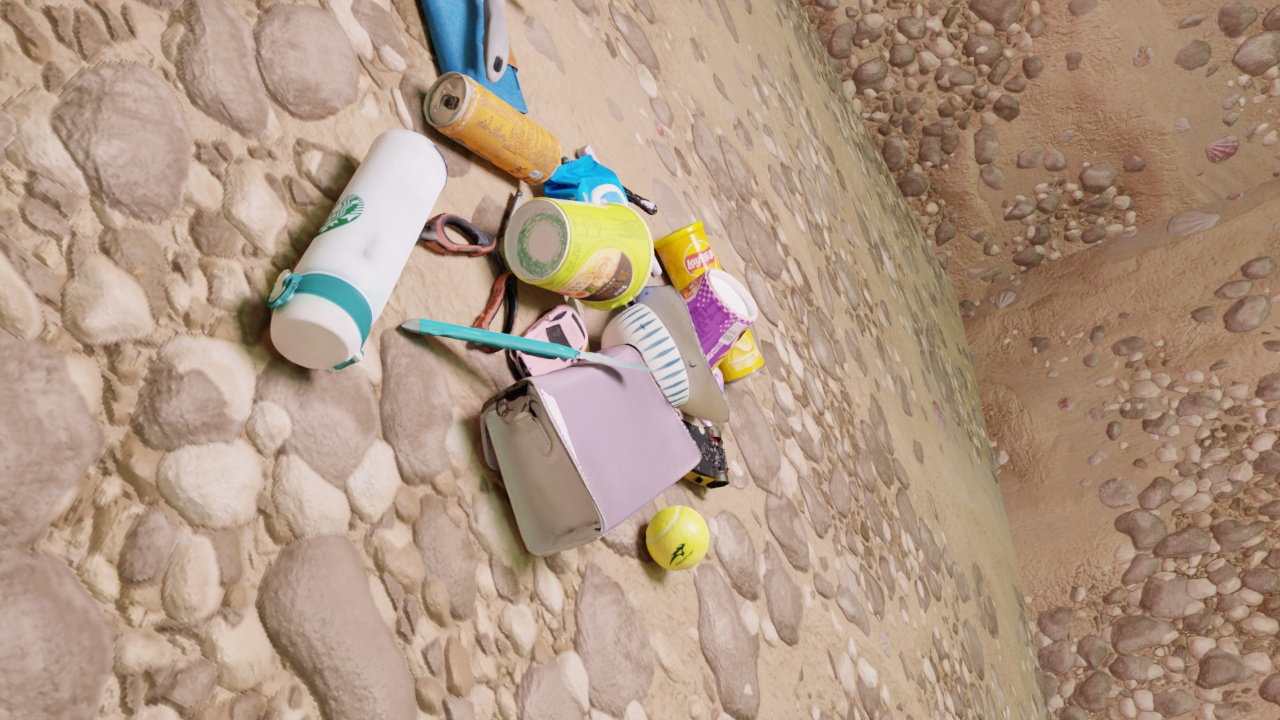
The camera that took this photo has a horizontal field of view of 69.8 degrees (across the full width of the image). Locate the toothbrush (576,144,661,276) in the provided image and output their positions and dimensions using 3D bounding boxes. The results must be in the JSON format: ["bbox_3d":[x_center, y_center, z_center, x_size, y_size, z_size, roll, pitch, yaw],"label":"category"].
[{"bbox_3d":[-0.023,-0.183,1.141,0.189,0.021,0.029,58,-4,-23],"label":"toothbrush"}]

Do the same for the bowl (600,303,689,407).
[{"bbox_3d":[-0.006,0.006,0.958,0.116,0.066,0.117,54,-19,28],"label":"bowl"}]

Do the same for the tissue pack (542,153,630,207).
[{"bbox_3d":[-0.045,-0.149,1.010,0.094,0.052,0.157,-34,103,-54],"label":"tissue pack"}]

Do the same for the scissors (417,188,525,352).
[{"bbox_3d":[-0.135,-0.094,0.868,0.226,0.015,0.189,10,62,-60],"label":"scissors"}]

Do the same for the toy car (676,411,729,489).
[{"bbox_3d":[0.054,0.102,1.047,0.155,0.041,0.071,27,48,-49],"label":"toy car"}]

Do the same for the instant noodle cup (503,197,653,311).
[{"bbox_3d":[-0.066,-0.108,0.893,0.123,0.112,0.111,2,69,-58],"label":"instant noodle cup"}]

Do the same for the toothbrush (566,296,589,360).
[{"bbox_3d":[-0.047,0.021,0.945,0.016,0.018,0.191,7,65,-62],"label":"toothbrush"}]

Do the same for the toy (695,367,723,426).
[{"bbox_3d":[0.075,0.032,1.142,0.084,0.039,0.107,57,29,-8],"label":"toy"}]

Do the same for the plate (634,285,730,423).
[{"bbox_3d":[0.031,-0.002,1.016,0.164,0.034,0.164,66,-16,-11],"label":"plate"}]

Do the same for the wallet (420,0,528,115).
[{"bbox_3d":[-0.171,-0.317,0.945,0.106,0.040,0.133,-3,74,-57],"label":"wallet"}]

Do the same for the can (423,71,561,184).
[{"bbox_3d":[-0.142,-0.226,0.905,0.146,0.058,0.058,22,52,-55],"label":"can"}]

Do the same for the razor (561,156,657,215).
[{"bbox_3d":[-0.031,-0.204,1.099,0.142,0.022,0.042,18,56,-37],"label":"razor"}]

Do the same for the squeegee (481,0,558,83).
[{"bbox_3d":[-0.155,-0.379,0.947,0.247,0.040,0.249,25,44,-43],"label":"squeegee"}]

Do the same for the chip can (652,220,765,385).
[{"bbox_3d":[0.091,-0.075,1.215,0.213,0.072,0.071,65,27,-8],"label":"chip can"}]

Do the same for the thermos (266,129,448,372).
[{"bbox_3d":[-0.206,-0.087,0.676,0.073,0.073,0.223,50,32,-32],"label":"thermos"}]

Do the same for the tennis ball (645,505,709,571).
[{"bbox_3d":[0.038,0.180,0.933,0.065,0.066,0.065,41,37,-42],"label":"tennis ball"}]

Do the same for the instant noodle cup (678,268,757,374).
[{"bbox_3d":[0.080,-0.051,1.114,0.111,0.099,0.111,32,30,-21],"label":"instant noodle cup"}]

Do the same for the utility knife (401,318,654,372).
[{"bbox_3d":[-0.091,-0.010,0.774,0.222,0.013,0.029,10,18,-21],"label":"utility knife"}]

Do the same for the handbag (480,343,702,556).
[{"bbox_3d":[-0.044,0.071,0.821,0.196,0.099,0.145,-24,93,-61],"label":"handbag"}]

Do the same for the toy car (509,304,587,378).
[{"bbox_3d":[-0.084,-0.016,0.886,0.056,0.037,0.122,60,29,-13],"label":"toy car"}]

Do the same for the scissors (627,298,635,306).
[{"bbox_3d":[-0.028,-0.122,1.082,0.162,0.012,0.172,65,34,-17],"label":"scissors"}]
